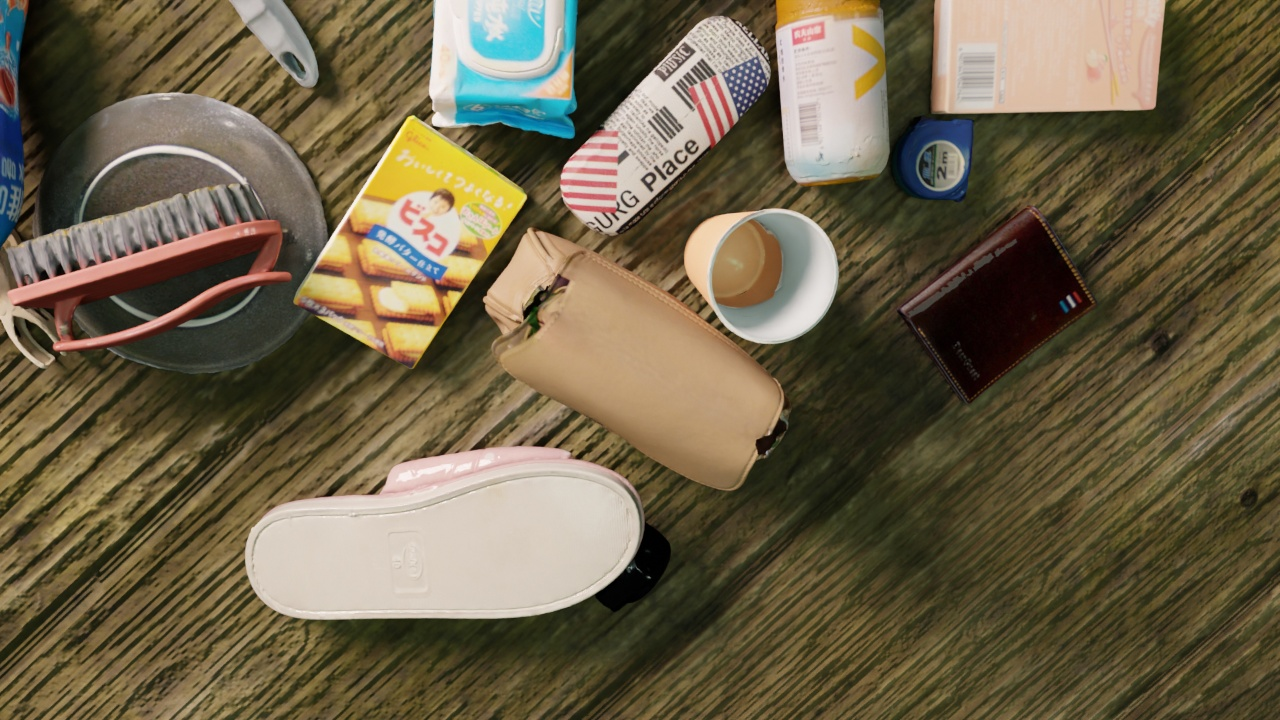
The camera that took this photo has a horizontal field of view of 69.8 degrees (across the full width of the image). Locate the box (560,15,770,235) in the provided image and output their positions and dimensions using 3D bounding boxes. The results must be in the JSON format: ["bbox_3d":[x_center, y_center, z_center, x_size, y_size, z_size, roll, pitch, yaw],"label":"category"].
[{"bbox_3d":[0.014,-0.152,0.603,0.164,0.057,0.071,-43,122,4],"label":"box"}]

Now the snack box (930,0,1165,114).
[{"bbox_3d":[0.280,-0.214,0.632,0.157,0.026,0.084,-3,102,-8],"label":"snack box"}]

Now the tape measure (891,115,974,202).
[{"bbox_3d":[0.203,-0.140,0.638,0.054,0.025,0.058,0,98,-7],"label":"tape measure"}]

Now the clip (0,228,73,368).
[{"bbox_3d":[-0.409,-0.040,0.567,0.092,0.035,0.103,-10,111,-10],"label":"clip"}]

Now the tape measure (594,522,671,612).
[{"bbox_3d":[-0.009,0.141,0.652,0.039,0.057,0.057,40,116,-13],"label":"tape measure"}]

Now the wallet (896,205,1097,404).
[{"bbox_3d":[0.262,-0.039,0.673,0.122,0.020,0.096,-39,105,4],"label":"wallet"}]

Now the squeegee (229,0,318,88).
[{"bbox_3d":[-0.267,-0.260,0.513,0.247,0.039,0.246,-24,128,21],"label":"squeegee"}]

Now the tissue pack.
[{"bbox_3d":[-0.081,-0.210,0.560,0.090,0.063,0.140,2,102,-9],"label":"tissue pack"}]

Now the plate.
[{"bbox_3d":[-0.291,-0.077,0.580,0.179,0.024,0.179,-2,102,-8],"label":"plate"}]

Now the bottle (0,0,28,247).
[{"bbox_3d":[-0.381,-0.124,0.509,0.065,0.065,0.218,1,87,-9],"label":"bottle"}]

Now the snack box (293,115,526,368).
[{"bbox_3d":[-0.148,-0.074,0.590,0.087,0.034,0.140,33,95,-23],"label":"snack box"}]

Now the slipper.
[{"bbox_3d":[-0.132,0.121,0.630,0.274,0.054,0.114,-9,101,5],"label":"slipper"}]

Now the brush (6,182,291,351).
[{"bbox_3d":[-0.283,-0.054,0.542,0.145,0.063,0.069,-19,94,-5],"label":"brush"}]

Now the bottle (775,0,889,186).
[{"bbox_3d":[0.121,-0.210,0.588,0.068,0.068,0.189,-8,103,-7],"label":"bottle"}]

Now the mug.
[{"bbox_3d":[0.068,-0.061,0.585,0.078,0.122,0.078,-2,103,-8],"label":"mug"}]

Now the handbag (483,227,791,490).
[{"bbox_3d":[-0.003,0.003,0.576,0.204,0.147,0.100,31,94,-9],"label":"handbag"}]
